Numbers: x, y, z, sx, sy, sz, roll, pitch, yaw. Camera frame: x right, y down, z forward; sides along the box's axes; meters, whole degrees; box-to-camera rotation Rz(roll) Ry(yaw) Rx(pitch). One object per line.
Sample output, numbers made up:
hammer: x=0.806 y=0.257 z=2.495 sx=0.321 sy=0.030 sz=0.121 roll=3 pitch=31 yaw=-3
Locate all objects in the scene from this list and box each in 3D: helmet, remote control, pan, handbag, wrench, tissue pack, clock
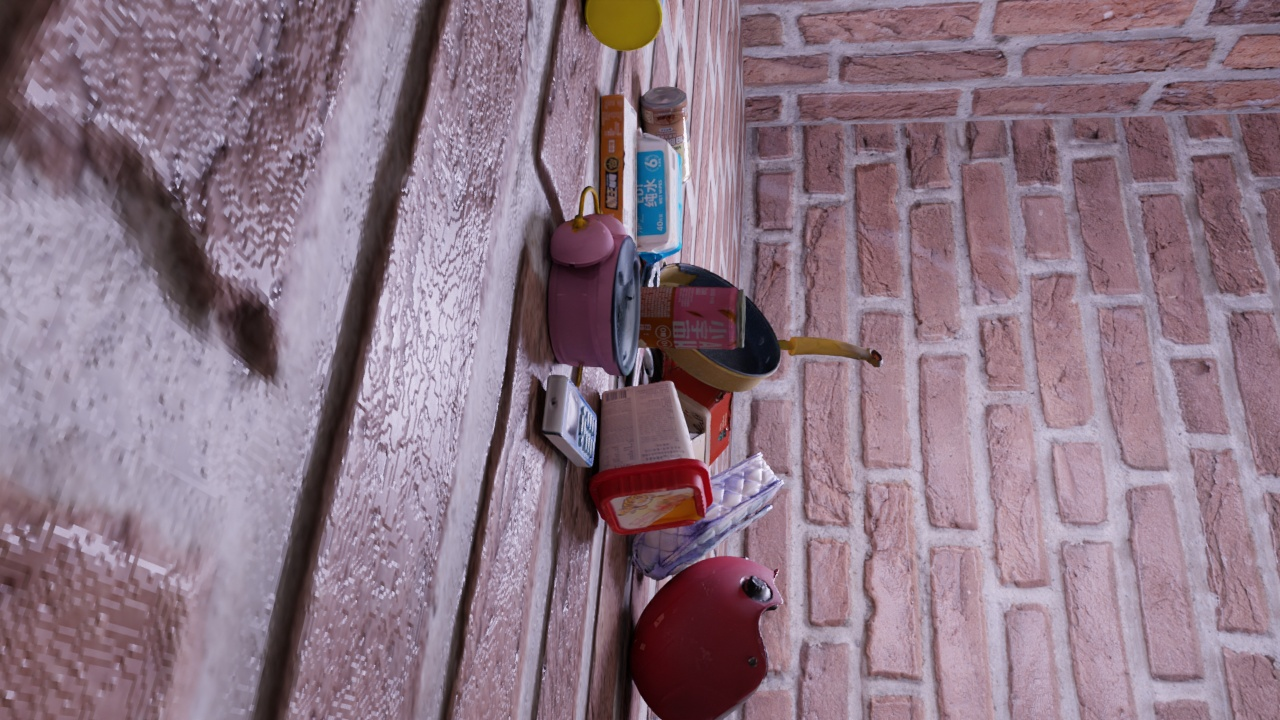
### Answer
helmet: x=0.072 y=0.330 z=1.130 sx=0.208 sy=0.144 sz=0.239 roll=-61 pitch=179 yaw=40
remote control: x=-0.058 y=0.053 z=0.753 sx=0.125 sy=0.024 sz=0.049 roll=68 pitch=24 yaw=-70
pan: x=0.168 y=-0.032 z=1.212 sx=0.078 sy=0.357 sz=0.197 roll=-50 pitch=-147 yaw=34
handbag: x=0.088 y=0.196 z=1.149 sx=0.193 sy=0.075 sz=0.135 roll=-20 pitch=158 yaw=-44
wrench: x=-0.006 y=0.006 z=1.039 sx=0.056 sy=0.016 sz=0.272 roll=66 pitch=32 yaw=-65
tissue pack: x=0.010 y=-0.181 z=1.023 sx=0.090 sy=0.063 sz=0.140 roll=-8 pitch=97 yaw=-77
clock: x=-0.038 y=-0.064 z=0.761 sx=0.117 sy=0.060 sz=0.158 roll=-53 pitch=144 yaw=-73

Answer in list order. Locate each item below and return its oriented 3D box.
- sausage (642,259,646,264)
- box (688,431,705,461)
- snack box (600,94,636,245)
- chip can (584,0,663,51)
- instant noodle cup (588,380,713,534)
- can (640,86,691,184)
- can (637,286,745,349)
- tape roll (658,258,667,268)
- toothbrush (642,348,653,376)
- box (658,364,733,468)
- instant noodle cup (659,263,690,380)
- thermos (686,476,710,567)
sausage: x=0.006 y=-0.146 z=1.141 sx=0.156 sy=0.020 sz=0.020 roll=72 pitch=21 yaw=-65
box: x=0.029 y=0.116 z=1.098 sx=0.184 sy=0.090 sz=0.060 roll=-4 pitch=95 yaw=-78
snack box: x=-0.022 y=-0.188 z=0.943 sx=0.075 sy=0.026 sz=0.153 roll=-12 pitch=102 yaw=-80
chip can: x=-0.004 y=-0.390 z=0.893 sx=0.071 sy=0.071 sz=0.209 roll=80 pitch=15 yaw=-49
instant noodle cup: x=0.008 y=0.095 z=0.923 sx=0.116 sy=0.117 sz=0.124 roll=76 pitch=7 yaw=-57
can: x=0.034 y=-0.284 z=1.170 sx=0.058 sy=0.058 sz=0.116 roll=-78 pitch=166 yaw=-48
can: x=0.023 y=-0.040 z=0.853 sx=0.058 sy=0.147 sz=0.058 roll=2 pitch=89 yaw=-81
tape roll: x=0.028 y=-0.101 z=1.291 sx=0.085 sy=0.014 sz=0.086 roll=2 pitch=89 yaw=-81
toothbrush: x=0.003 y=-0.036 z=1.135 sx=0.192 sy=0.018 sz=0.016 roll=76 pitch=18 yaw=-53
box: x=0.075 y=0.070 z=1.239 sx=0.075 sy=0.091 sz=0.169 roll=-46 pitch=155 yaw=-25
instant noodle cup: x=0.069 y=-0.022 z=1.315 sx=0.189 sy=0.079 sz=0.164 roll=97 pitch=6 yaw=-47
thermos: x=0.050 y=0.212 z=1.259 sx=0.093 sy=0.093 sz=0.143 roll=76 pitch=26 yaw=-57
